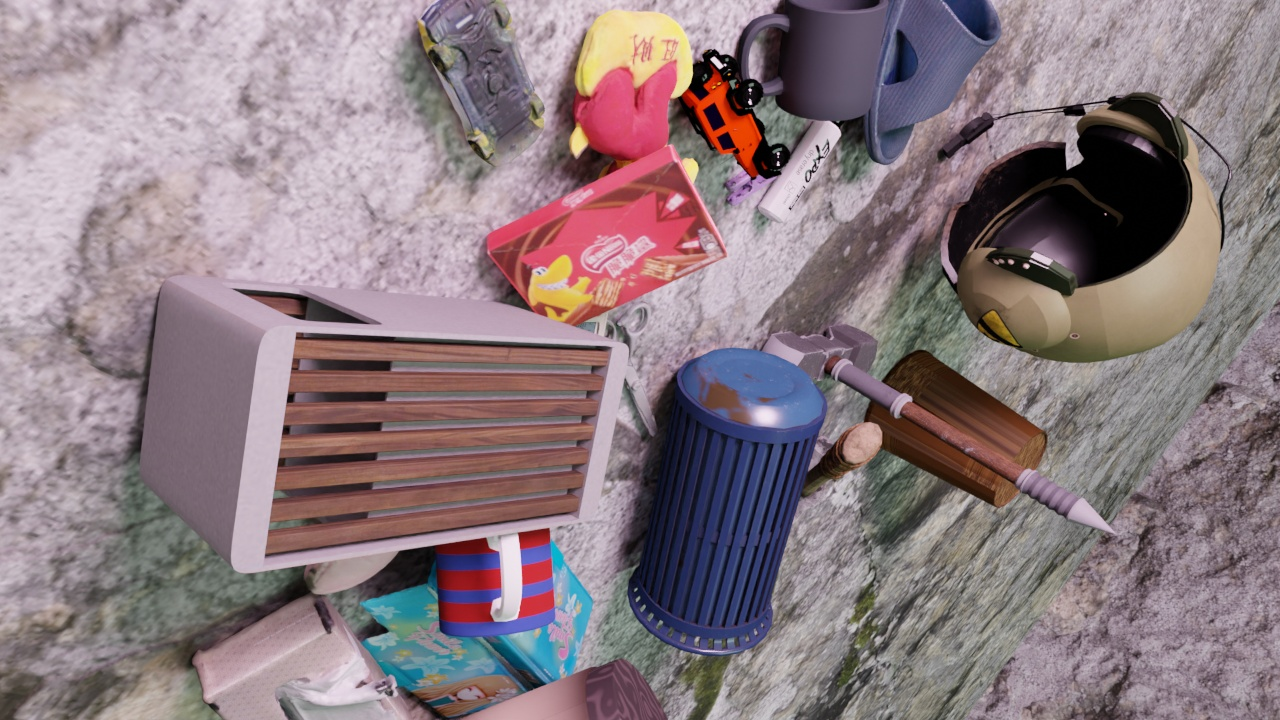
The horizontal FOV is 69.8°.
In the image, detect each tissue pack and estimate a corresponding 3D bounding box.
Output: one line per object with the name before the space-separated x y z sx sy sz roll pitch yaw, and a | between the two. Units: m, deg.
tissue pack | -0.220 0.245 0.644 0.103 0.071 0.182 -26 132 -16

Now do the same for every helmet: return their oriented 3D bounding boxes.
helmet | 0.392 -0.112 0.857 0.250 0.256 0.233 -49 139 -4

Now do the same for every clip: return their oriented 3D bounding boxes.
clip | 0.088 -0.140 0.730 0.053 0.013 0.037 -25 133 -29

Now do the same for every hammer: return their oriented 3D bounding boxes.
hammer | 0.262 0.059 0.811 0.155 0.322 0.043 -8 123 -44
hammer | 0.175 0.106 0.876 0.121 0.049 0.319 -46 169 -11

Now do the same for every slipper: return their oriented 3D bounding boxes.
slipper | 0.247 -0.280 0.724 0.101 0.082 0.264 -33 138 -46

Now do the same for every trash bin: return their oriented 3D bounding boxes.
trash bin | -0.134 0.028 0.517 0.228 0.115 0.114 2 103 -47
trash bin | 0.076 0.121 0.817 0.139 0.139 0.250 -15 127 -40

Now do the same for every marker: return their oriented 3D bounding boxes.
marker | 0.140 -0.171 0.750 0.126 0.025 0.025 -57 143 3

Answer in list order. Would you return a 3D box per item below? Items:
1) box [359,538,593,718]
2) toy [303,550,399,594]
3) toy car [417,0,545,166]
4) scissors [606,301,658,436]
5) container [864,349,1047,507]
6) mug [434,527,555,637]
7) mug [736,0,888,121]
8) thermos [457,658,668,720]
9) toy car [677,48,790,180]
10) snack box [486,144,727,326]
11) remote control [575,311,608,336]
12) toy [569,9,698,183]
box | -0.122 0.210 0.726 0.172 0.083 0.227 -42 141 -16
toy | -0.174 0.104 0.605 0.099 0.053 0.095 -56 170 34
toy car | -0.089 -0.158 0.510 0.048 0.033 0.105 -44 146 -17
scissors | -0.016 0.014 0.736 0.090 0.014 0.172 -23 131 -32
container | 0.371 0.084 1.074 0.132 0.167 0.132 -27 135 -31
mug | -0.090 0.132 0.581 0.075 0.112 0.076 -3 85 -17
mug | 0.121 -0.222 0.664 0.105 0.071 0.078 -8 128 -11
thermos | -0.089 0.345 0.725 0.226 0.172 0.173 -28 142 7
toy car | 0.064 -0.169 0.646 0.049 0.051 0.100 -33 136 4
snack box | -0.020 -0.074 0.595 0.133 0.021 0.089 -24 135 13
remote control | -0.040 -0.046 0.651 0.038 0.018 0.126 0 122 -21
toy | -0.004 -0.152 0.584 0.105 0.067 0.137 -32 130 -29
